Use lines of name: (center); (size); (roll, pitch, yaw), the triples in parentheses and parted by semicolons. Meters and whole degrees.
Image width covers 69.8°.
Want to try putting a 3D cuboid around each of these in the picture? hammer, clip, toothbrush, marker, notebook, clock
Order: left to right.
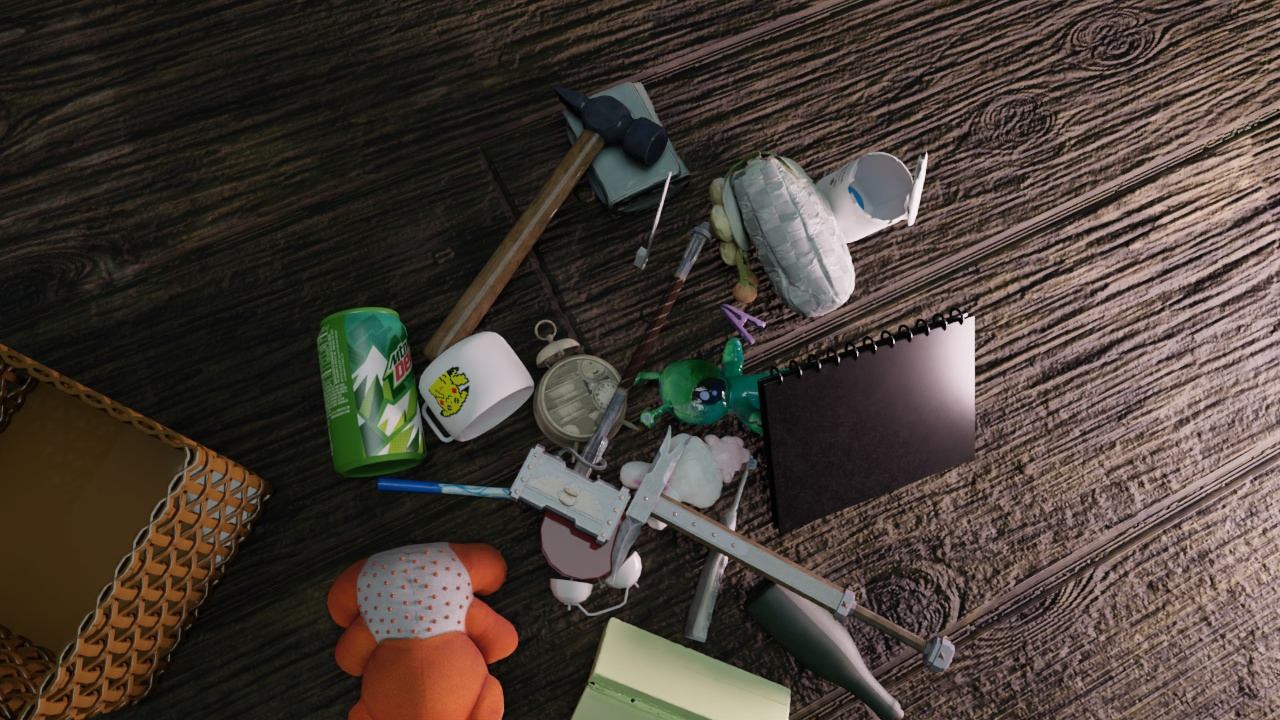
marker: (-0.178, 0.122, 0.875); (0.142, 0.013, 0.013); (5, 75, -5)
hammer: (-0.114, -0.130, 0.915); (0.129, 0.040, 0.321); (33, 84, 17)
clock: (-0.066, 0.022, 0.893); (0.093, 0.055, 0.141); (-26, 82, -13)
clock: (-0.050, 0.174, 0.860); (0.087, 0.044, 0.124); (-16, 78, -11)
hammer: (-0.005, 0.006, 0.857); (0.098, 0.044, 0.321); (26, 76, 2)
toothbrush: (0.010, -0.132, 0.877); (0.010, 0.182, 0.010); (32, 68, 5)
toothbrush: (0.079, 0.178, 0.887); (0.024, 0.022, 0.185); (9, 71, 33)
clip: (0.105, -0.036, 0.951); (0.050, 0.014, 0.045); (10, 77, -7)
hammer: (0.132, 0.197, 0.825); (0.317, 0.028, 0.147); (27, 81, 6)
notebook: (0.223, 0.055, 0.878); (0.231, 0.019, 0.169); (-17, 115, -17)

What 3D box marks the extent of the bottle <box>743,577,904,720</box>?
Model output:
bottle: (0.176, 0.272, 0.857); (0.174, 0.055, 0.055); (44, 75, 4)

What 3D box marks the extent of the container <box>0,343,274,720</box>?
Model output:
container: (-0.483, 0.128, 0.731); (0.251, 0.214, 0.219); (27, 74, 1)

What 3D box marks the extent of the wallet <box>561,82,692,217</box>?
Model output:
wallet: (-0.015, -0.226, 0.970); (0.100, 0.054, 0.131); (-25, 75, -13)

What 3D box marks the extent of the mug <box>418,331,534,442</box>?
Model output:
mug: (-0.162, 0.030, 0.865); (0.116, 0.094, 0.068); (-41, 80, 23)

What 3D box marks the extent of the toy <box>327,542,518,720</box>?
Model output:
toy: (-0.190, 0.251, 0.806); (0.163, 0.093, 0.172); (-7, 64, -11)

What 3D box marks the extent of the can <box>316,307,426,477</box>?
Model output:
can: (-0.251, 0.030, 0.853); (0.083, 0.083, 0.144); (-10, 77, -10)

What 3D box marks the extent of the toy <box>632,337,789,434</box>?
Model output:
toy: (0.087, 0.035, 0.904); (0.193, 0.073, 0.130); (2, 37, -10)

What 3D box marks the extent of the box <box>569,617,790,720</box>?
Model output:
box: (0.036, 0.323, 0.827); (0.188, 0.061, 0.133); (24, 76, 0)

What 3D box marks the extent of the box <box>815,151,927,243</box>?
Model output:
box: (0.240, -0.168, 0.929); (0.091, 0.160, 0.081); (30, 79, -10)

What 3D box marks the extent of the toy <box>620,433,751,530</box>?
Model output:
toy: (0.047, 0.109, 0.892); (0.125, 0.037, 0.076); (-26, 76, -15)

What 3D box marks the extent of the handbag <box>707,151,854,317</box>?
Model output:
handbag: (0.138, -0.118, 0.928); (0.123, 0.112, 0.171); (-26, 90, 20)
